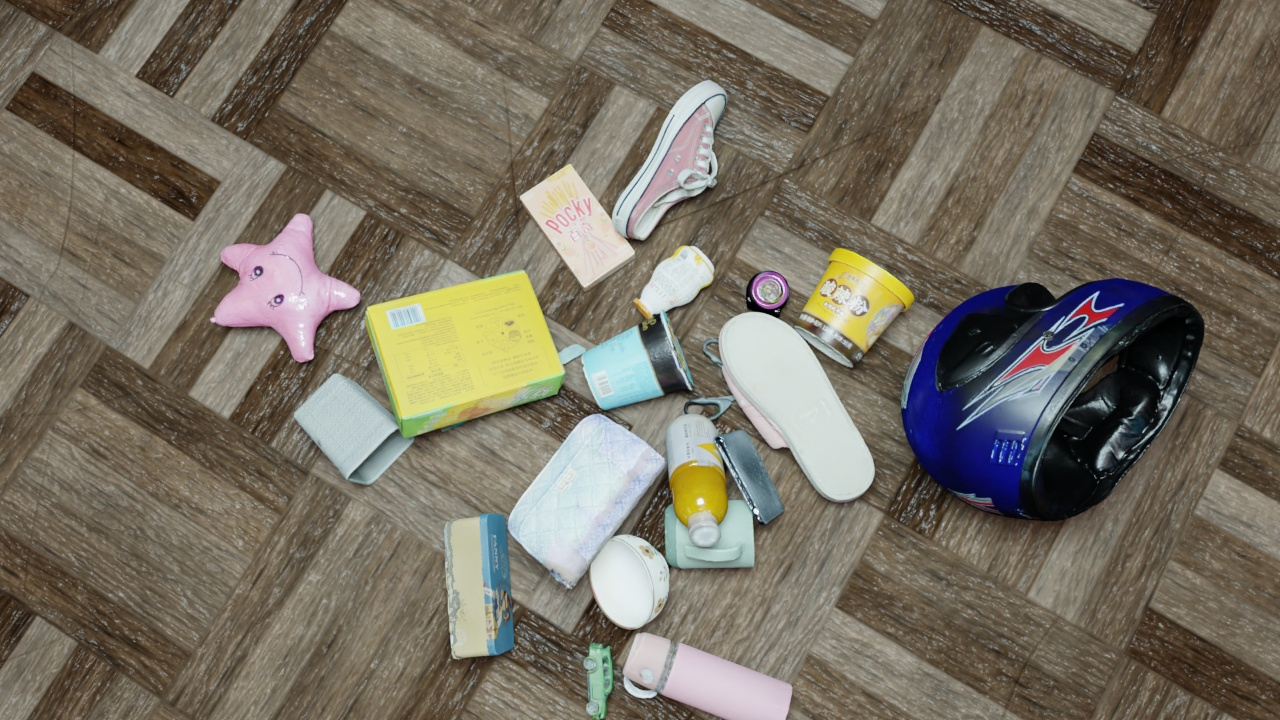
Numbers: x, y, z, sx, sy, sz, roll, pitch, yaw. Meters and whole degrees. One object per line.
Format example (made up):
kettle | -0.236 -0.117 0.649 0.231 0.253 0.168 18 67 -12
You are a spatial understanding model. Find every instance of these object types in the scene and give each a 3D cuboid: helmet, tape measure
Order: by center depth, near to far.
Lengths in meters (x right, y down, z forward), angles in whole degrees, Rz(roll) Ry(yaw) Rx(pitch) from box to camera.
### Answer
helmet | 0.451 0.025 1.073 0.315 0.247 0.240 -49 39 -1
tape measure | 0.167 -0.088 1.205 0.057 0.039 0.058 19 86 5

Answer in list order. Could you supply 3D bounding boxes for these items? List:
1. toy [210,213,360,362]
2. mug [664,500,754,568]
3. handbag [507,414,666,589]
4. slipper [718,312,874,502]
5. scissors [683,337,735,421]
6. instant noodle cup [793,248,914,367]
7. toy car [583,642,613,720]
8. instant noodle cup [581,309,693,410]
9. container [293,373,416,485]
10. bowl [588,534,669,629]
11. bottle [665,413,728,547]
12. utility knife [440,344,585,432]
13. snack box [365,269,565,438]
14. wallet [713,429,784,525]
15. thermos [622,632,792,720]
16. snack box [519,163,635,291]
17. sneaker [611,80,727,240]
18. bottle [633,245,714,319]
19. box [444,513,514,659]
toy | -0.472 -0.085 1.202 0.178 0.075 0.194 -31 80 -13
mug | 0.084 0.217 1.117 0.106 0.111 0.082 -1 101 3
handbag | -0.070 0.166 1.120 0.134 0.075 0.193 28 78 45
slipper | 0.196 0.058 1.164 0.114 0.054 0.274 -35 82 -8
scissors | 0.139 0.038 1.199 0.181 0.014 0.159 -18 82 -4
instant noodle cup | 0.264 -0.063 1.164 0.118 0.118 0.114 36 91 7
toy car | -0.051 0.393 1.123 0.036 0.043 0.091 0 80 1
instant noodle cup | -0.007 0.007 1.167 0.120 0.111 0.111 -21 80 7
container | -0.364 0.085 1.166 0.114 0.090 0.090 43 83 11
bowl | -0.005 0.265 1.126 0.062 0.114 0.113 -13 76 -45
bottle | 0.068 0.142 1.101 0.068 0.068 0.189 -5 35 0
utility knife | -0.169 0.034 1.205 0.216 0.013 0.029 -28 79 -1
snack box | -0.219 -0.010 1.148 0.209 0.070 0.157 -16 71 -20
wallet | 0.135 0.143 1.137 0.019 0.097 0.121 -32 79 21
thermos | 0.076 0.398 1.113 0.198 0.067 0.087 18 110 4
snack box | -0.085 -0.179 1.234 0.084 0.026 0.157 -35 81 -5
sneaker | 0.059 -0.253 1.201 0.088 0.118 0.241 29 81 22
bottle | 0.042 -0.099 1.197 0.108 0.063 0.063 -41 81 -6
box | -0.198 0.269 1.127 0.060 0.090 0.184 -5 81 7
